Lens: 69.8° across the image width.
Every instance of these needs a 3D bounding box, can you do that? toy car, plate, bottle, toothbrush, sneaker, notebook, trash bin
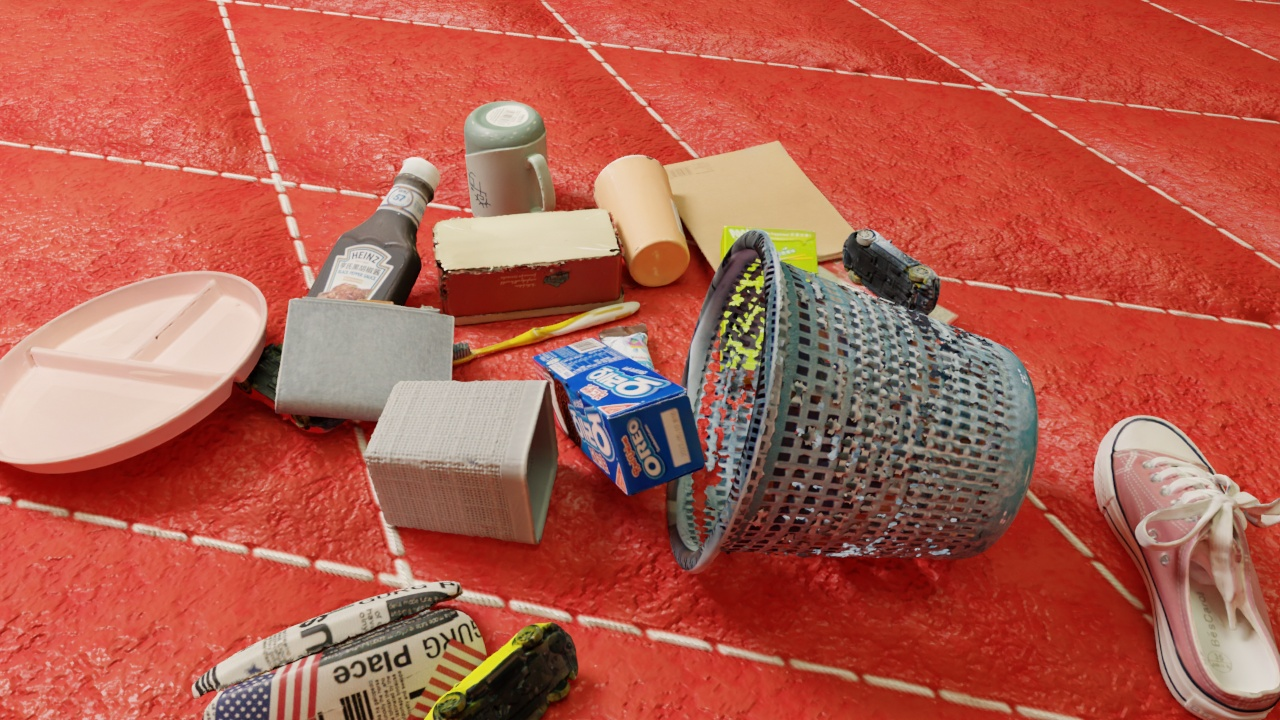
[{"bbox_3d":[-0.275,0.025,0.733,0.106,0.031,0.049,26,48,18],"label":"toy car"},{"bbox_3d":[-0.406,0.005,0.728,0.229,0.028,0.229,-7,40,5],"label":"plate"},{"bbox_3d":[-0.083,0.197,0.542,0.105,0.048,0.032,-35,21,-33],"label":"toy car"},{"bbox_3d":[-0.230,-0.094,0.808,0.080,0.044,0.194,13,64,15],"label":"bottle"},{"bbox_3d":[-0.086,-0.027,0.807,0.191,0.018,0.016,-17,47,-20],"label":"toothbrush"},{"bbox_3d":[0.374,0.116,0.614,0.118,0.088,0.240,7,43,6],"label":"sneaker"},{"bbox_3d":[0.113,-0.156,0.927,0.149,0.012,0.211,-13,43,-11],"label":"notebook"},{"bbox_3d":[0.139,0.045,0.615,0.195,0.227,0.226,12,41,-8],"label":"trash bin"},{"bbox_3d":[0.222,-0.078,0.813,0.031,0.049,0.105,-21,47,-28],"label":"toy car"}]

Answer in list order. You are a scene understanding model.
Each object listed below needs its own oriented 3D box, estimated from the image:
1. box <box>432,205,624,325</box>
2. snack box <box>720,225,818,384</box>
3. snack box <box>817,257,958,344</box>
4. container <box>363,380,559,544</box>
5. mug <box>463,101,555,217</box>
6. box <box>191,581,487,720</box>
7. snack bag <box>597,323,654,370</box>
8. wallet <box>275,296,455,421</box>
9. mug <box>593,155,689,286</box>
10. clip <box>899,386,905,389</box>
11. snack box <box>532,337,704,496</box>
[{"bbox_3d":[-0.103,-0.096,0.838,0.168,0.078,0.091,-7,43,-10],"label":"box"},{"bbox_3d":[0.113,-0.050,0.804,0.086,0.026,0.156,3,58,0],"label":"snack box"},{"bbox_3d":[0.204,-0.051,0.839,0.075,0.025,0.153,-33,52,-31],"label":"snack box"},{"bbox_3d":[-0.124,0.069,0.650,0.114,0.090,0.090,3,41,6],"label":"container"},{"bbox_3d":[-0.126,-0.193,0.924,0.082,0.106,0.112,-30,52,-32],"label":"mug"},{"bbox_3d":[-0.175,0.191,0.547,0.162,0.076,0.087,-15,74,-22],"label":"box"},{"bbox_3d":[-0.005,0.004,0.770,0.045,0.026,0.105,-11,41,-9],"label":"snack bag"},{"bbox_3d":[-0.214,-0.001,0.726,0.129,0.037,0.106,7,62,-18],"label":"wallet"},{"bbox_3d":[0.005,-0.132,0.890,0.078,0.078,0.122,-8,48,-11],"label":"mug"},{"bbox_3d":[0.235,0.030,0.759,0.025,0.036,0.058,-23,44,-28],"label":"clip"},{"bbox_3d":[-0.023,0.031,0.646,0.057,0.058,0.207,-18,16,-16],"label":"snack box"}]
